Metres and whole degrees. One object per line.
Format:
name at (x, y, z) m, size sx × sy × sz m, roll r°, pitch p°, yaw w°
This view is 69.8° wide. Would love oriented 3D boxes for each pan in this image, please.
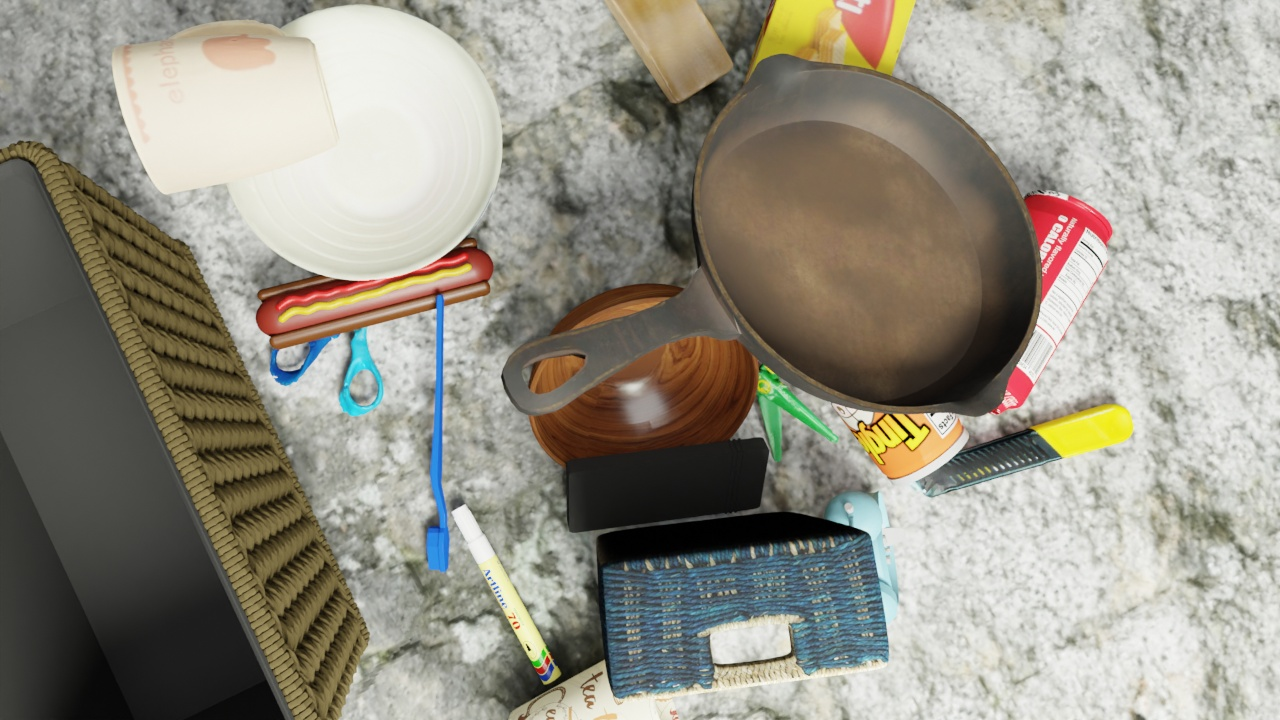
pan at (0.079, -0.047, 0.533) m, size 0.355 × 0.043 × 0.248 m, roll -25°, pitch 79°, yaw -24°

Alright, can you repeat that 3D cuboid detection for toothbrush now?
toothbrush at (-0.135, 0.050, 0.608) m, size 0.011 × 0.016 × 0.187 m, roll 2°, pitch 99°, yaw 3°

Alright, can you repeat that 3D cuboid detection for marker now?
marker at (-0.092, 0.158, 0.622) m, size 0.014 × 0.014 × 0.132 m, roll -29°, pitch 90°, yaw -4°

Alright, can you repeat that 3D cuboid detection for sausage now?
sausage at (-0.173, -0.045, 0.604) m, size 0.155 × 0.040 × 0.040 m, roll -16°, pitch 89°, yaw -12°

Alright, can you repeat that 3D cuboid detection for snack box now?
snack box at (0.128, -0.214, 0.636) m, size 0.092 × 0.042 × 0.200 m, roll 19°, pitch 87°, yaw -4°

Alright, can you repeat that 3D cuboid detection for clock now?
clock at (0.145, 0.124, 0.584) m, size 0.042 × 0.123 × 0.087 m, roll -10°, pitch 88°, yaw 18°

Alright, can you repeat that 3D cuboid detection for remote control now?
remote control at (0.017, 0.082, 0.608) m, size 0.133 × 0.013 × 0.058 m, roll -5°, pitch 128°, yaw -11°

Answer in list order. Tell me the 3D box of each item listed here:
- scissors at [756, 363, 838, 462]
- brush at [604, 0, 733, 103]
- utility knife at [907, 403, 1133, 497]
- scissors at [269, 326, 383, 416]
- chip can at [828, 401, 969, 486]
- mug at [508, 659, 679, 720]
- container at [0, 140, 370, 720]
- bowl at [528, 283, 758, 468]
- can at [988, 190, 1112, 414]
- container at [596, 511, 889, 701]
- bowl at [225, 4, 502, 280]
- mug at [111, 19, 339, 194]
scissors at (0.077, 0.016, 0.622) m, size 0.120 × 0.012 × 0.129 m, roll 4°, pitch 117°, yaw 30°
brush at (0.012, -0.234, 0.631) m, size 0.049 × 0.039 × 0.117 m, roll -34°, pitch 89°, yaw -5°
utility knife at (0.264, 0.064, 0.645) m, size 0.171 × 0.020 × 0.029 m, roll -15°, pitch 87°, yaw -5°
scissors at (-0.204, -0.034, 0.622) m, size 0.086 × 0.015 × 0.135 m, roll 14°, pitch 85°, yaw -4°
chip can at (0.132, -0.018, 0.618) m, size 0.062 × 0.062 × 0.210 m, roll -37°, pitch 90°, yaw -4°
mug at (-0.022, 0.255, 0.603) m, size 0.097 × 0.081 × 0.122 m, roll -22°, pitch 116°, yaw 3°
container at (-0.295, 0.081, 0.515) m, size 0.176 × 0.205 × 0.321 m, roll -25°, pitch 89°, yaw -4°
bowl at (-0.003, 0.004, 0.597) m, size 0.147 × 0.068 × 0.147 m, roll -7°, pitch 128°, yaw -10°
can at (0.253, -0.038, 0.621) m, size 0.074 × 0.074 × 0.142 m, roll 32°, pitch 86°, yaw -2°
container at (0.047, 0.135, 0.545) m, size 0.145 × 0.187 × 0.071 m, roll -6°, pitch 84°, yaw -4°
bowl at (-0.178, -0.137, 0.606) m, size 0.176 × 0.058 × 0.176 m, roll 0°, pitch 88°, yaw -4°
mug at (-0.239, -0.159, 0.539) m, size 0.104 × 0.085 × 0.111 m, roll -13°, pitch 59°, yaw -13°
